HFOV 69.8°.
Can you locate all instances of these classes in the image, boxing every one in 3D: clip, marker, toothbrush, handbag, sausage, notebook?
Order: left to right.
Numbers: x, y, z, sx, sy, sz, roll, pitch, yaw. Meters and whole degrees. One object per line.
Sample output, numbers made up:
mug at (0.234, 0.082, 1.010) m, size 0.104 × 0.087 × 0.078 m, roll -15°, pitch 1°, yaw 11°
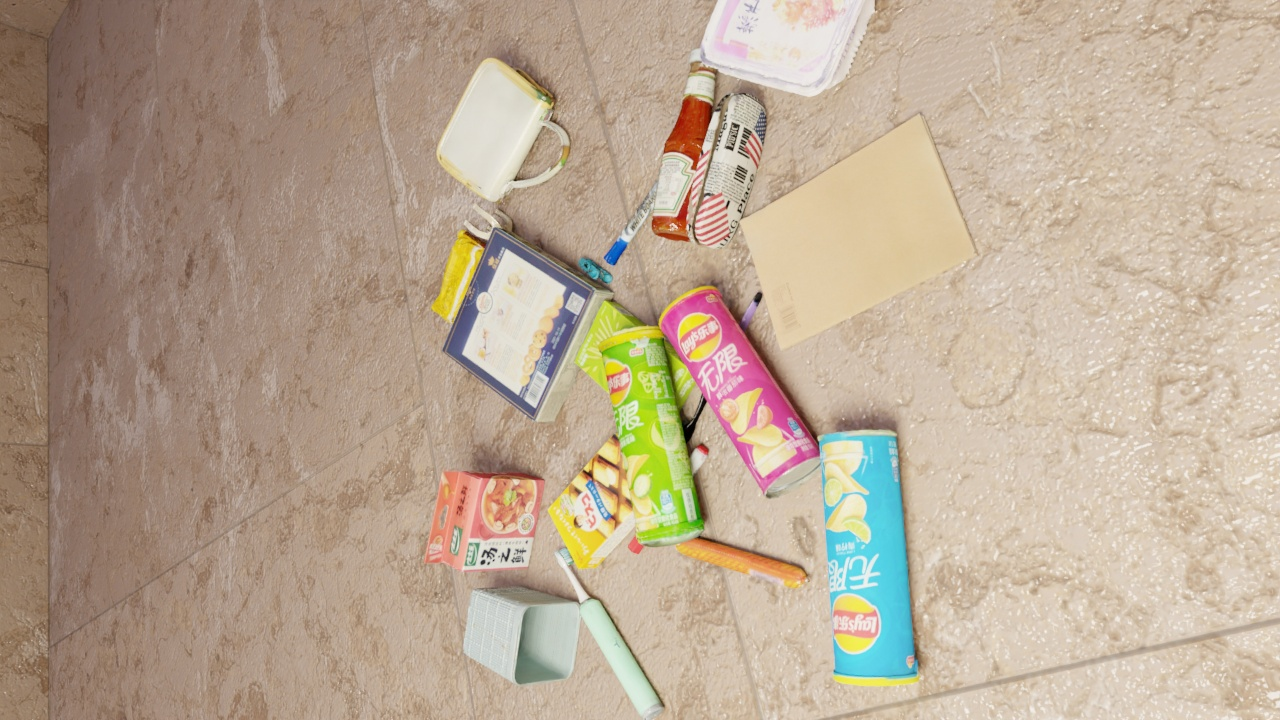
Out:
clip at (-0.180, -0.170, 1.221) m, size 0.102 × 0.094 × 0.035 m, roll 31°, pitch 106°, yaw 1°
handbag at (-0.169, -0.288, 1.215) m, size 0.179 × 0.063 × 0.164 m, roll 42°, pitch 111°, yaw 22°
clip at (-0.056, -0.109, 1.102) m, size 0.057 × 0.049 × 0.015 m, roll 42°, pitch 112°, yaw 44°
toothbrush at (-0.042, 0.298, 1.017) m, size 0.224 × 0.027 × 0.027 m, roll 52°, pitch 149°, yaw 34°
marker at (0.003, -0.171, 1.060) m, size 0.146 × 0.016 × 0.017 m, roll -53°, pitch 53°, yaw 22°
marker at (0.029, 0.150, 0.984) m, size 0.017 × 0.017 × 0.145 m, roll 48°, pitch 114°, yaw 36°
toothbrush at (0.081, 0.011, 0.965) m, size 0.189 × 0.014 × 0.016 m, roll -63°, pitch 25°, yaw 13°
sausage at (0.097, 0.199, 0.912) m, size 0.165 × 0.021 × 0.021 m, roll 8°, pitch 88°, yaw 42°
notebook at (0.199, -0.118, 0.880) m, size 0.212 × 0.012 × 0.149 m, roll -28°, pitch 66°, yaw 35°

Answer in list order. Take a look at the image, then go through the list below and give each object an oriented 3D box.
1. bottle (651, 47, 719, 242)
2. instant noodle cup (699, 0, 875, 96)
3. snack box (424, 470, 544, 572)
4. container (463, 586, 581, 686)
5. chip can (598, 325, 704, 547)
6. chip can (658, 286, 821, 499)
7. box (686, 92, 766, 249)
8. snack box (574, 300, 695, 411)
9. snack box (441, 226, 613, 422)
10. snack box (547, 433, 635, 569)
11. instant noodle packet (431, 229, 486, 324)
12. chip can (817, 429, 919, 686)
bottle at (0.055, -0.234, 0.996) m, size 0.060 × 0.059 × 0.206 m, roll 8°, pitch 88°, yaw 42°
instant noodle cup at (0.155, -0.339, 0.923) m, size 0.173 × 0.060 × 0.138 m, roll 32°, pitch 104°, yaw 41°
snack box at (-0.183, 0.191, 1.093) m, size 0.044 × 0.127 × 0.113 m, roll 13°, pitch 92°, yaw 42°
container at (-0.141, 0.312, 1.064) m, size 0.112 × 0.090 × 0.090 m, roll 5°, pitch 86°, yaw 45°
chip can at (0.011, 0.079, 0.945) m, size 0.073 × 0.072 × 0.221 m, roll -21°, pitch 76°, yaw 38°
chip can at (0.097, 0.029, 0.895) m, size 0.072 × 0.071 × 0.210 m, roll -44°, pitch 61°, yaw 28°
box at (0.086, -0.197, 0.959) m, size 0.060 × 0.071 × 0.164 m, roll 19°, pitch 93°, yaw 24°
snack box at (-0.006, 0.006, 1.033) m, size 0.156 × 0.026 × 0.086 m, roll 41°, pitch 111°, yaw 38°
snack box at (-0.143, -0.045, 1.132) m, size 0.182 × 0.045 × 0.178 m, roll 34°, pitch 106°, yaw 29°
snack box at (-0.040, 0.159, 1.035) m, size 0.141 × 0.033 × 0.087 m, roll -51°, pitch 53°, yaw 26°
instant noodle packet at (-0.229, -0.097, 1.238) m, size 0.111 × 0.044 × 0.128 m, roll 36°, pitch 109°, yaw 38°
chip can at (0.196, 0.168, 0.795) m, size 0.071 × 0.071 × 0.210 m, roll -11°, pitch 75°, yaw 40°
